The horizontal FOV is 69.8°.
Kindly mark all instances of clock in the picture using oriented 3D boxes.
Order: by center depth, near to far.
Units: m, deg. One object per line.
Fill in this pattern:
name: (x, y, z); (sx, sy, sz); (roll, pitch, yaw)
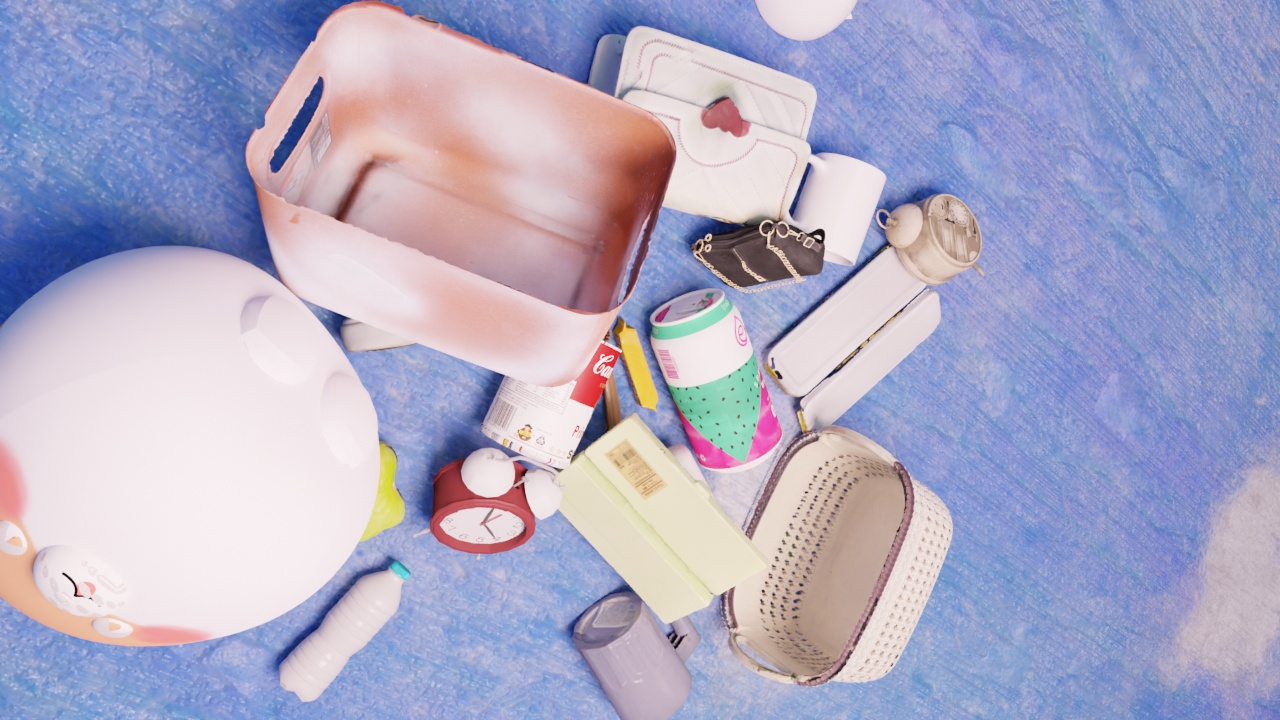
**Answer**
clock: (-0.130, 0.122, 0.800); (0.096, 0.048, 0.138); (29, 129, -33)
clock: (0.300, -0.134, 0.952); (0.140, 0.055, 0.092); (11, 69, -29)

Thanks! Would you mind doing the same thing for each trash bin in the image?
trash bin: (-0.126, -0.108, 0.674); (0.259, 0.158, 0.181); (20, 61, -6)

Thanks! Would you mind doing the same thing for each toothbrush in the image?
toothbrush: (-0.028, 0.032, 0.880); (0.016, 0.016, 0.167); (-11, 105, -20)

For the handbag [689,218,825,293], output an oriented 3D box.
handbag: (0.107, -0.103, 0.857); (0.079, 0.129, 0.054); (26, 66, -42)

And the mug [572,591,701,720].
mug: (0.003, 0.282, 0.915); (0.123, 0.084, 0.104); (-44, 114, -37)

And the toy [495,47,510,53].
toy: (-0.119, -0.204, 0.775); (0.108, 0.053, 0.105); (34, 96, -26)

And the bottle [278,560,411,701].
bottle: (-0.255, 0.233, 0.802); (0.136, 0.044, 0.044); (-48, 115, -9)

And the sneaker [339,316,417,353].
sneaker: (-0.142, -0.070, 0.775); (0.235, 0.087, 0.079); (-20, 97, -21)

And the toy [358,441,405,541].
toy: (-0.263, 0.113, 0.777); (0.117, 0.043, 0.092); (-10, 107, -19)

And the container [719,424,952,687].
container: (0.202, 0.204, 0.931); (0.143, 0.185, 0.251); (25, 89, -35)

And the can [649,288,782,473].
can: (0.072, 0.021, 0.881); (0.088, 0.088, 0.166); (-28, 110, -17)

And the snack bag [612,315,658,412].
snack bag: (-0.005, 0.005, 0.879); (0.020, 0.026, 0.099); (-22, 110, -12)

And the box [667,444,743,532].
box: (0.050, 0.161, 0.900); (0.084, 0.094, 0.165); (-28, 101, 5)

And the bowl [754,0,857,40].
bowl: (0.166, -0.365, 0.867); (0.114, 0.051, 0.115); (-5, 102, -23)

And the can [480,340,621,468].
can: (-0.080, 0.026, 0.816); (0.086, 0.087, 0.116); (25, 89, -26)

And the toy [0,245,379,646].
toy: (-0.324, 0.067, 0.622); (0.281, 0.265, 0.263); (-27, 118, 8)

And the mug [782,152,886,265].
mug: (0.178, -0.154, 0.899); (0.110, 0.074, 0.090); (19, 92, -35)

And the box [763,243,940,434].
box: (0.231, -0.021, 0.975); (0.209, 0.045, 0.128); (-40, 116, -13)

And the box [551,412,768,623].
box: (0.010, 0.149, 0.841); (0.187, 0.139, 0.029); (49, 35, -7)

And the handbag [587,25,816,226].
handbag: (0.050, -0.203, 0.824); (0.198, 0.096, 0.142); (8, 98, -27)
